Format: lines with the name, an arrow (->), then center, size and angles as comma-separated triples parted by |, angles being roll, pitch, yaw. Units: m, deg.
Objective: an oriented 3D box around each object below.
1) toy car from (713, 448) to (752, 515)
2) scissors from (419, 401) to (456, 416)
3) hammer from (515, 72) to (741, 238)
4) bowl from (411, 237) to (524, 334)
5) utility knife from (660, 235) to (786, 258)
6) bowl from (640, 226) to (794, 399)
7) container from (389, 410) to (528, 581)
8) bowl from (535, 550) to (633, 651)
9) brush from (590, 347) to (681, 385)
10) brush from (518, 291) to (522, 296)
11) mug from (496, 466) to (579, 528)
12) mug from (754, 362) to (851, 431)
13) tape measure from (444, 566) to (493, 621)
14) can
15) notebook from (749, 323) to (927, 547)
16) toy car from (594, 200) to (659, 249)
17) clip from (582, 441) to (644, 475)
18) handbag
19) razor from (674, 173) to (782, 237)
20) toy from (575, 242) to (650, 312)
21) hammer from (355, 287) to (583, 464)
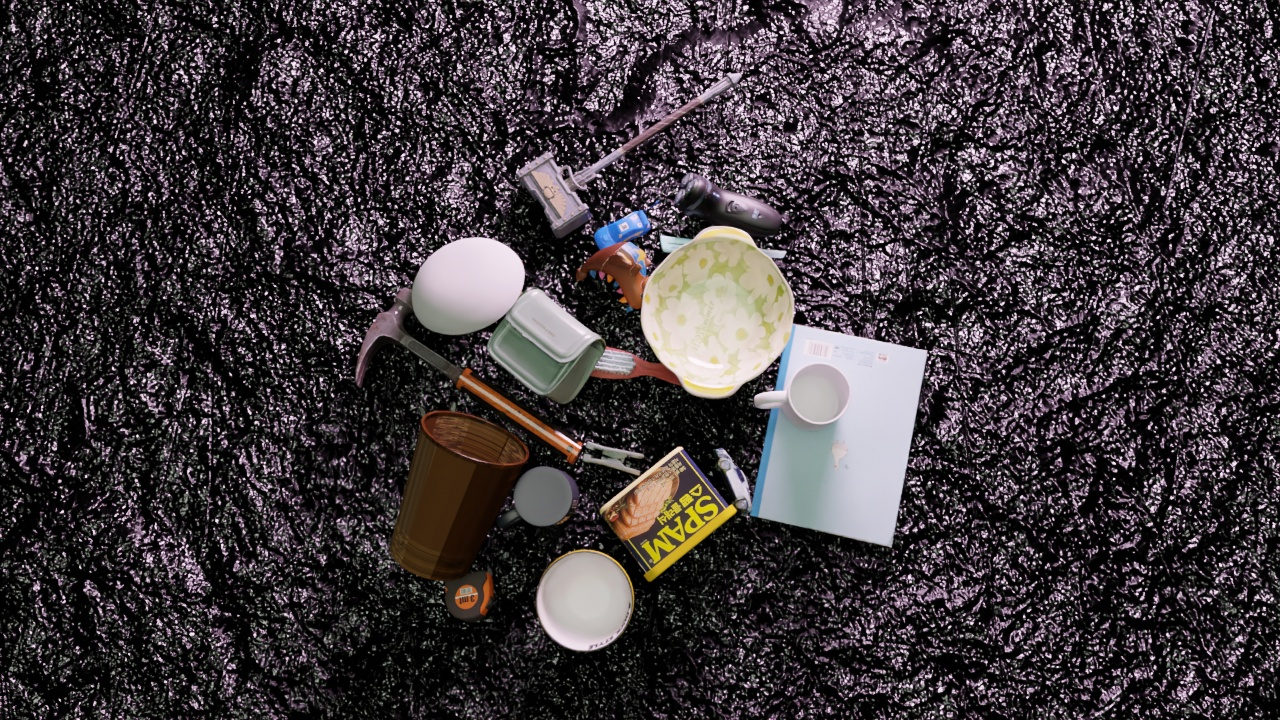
toy car -> 0.116, 0.149, 1.142 | 0.027, 0.039, 0.089 | -23, 82, -3
scissors -> -0.238, 0.135, 1.175 | 0.158, 0.014, 0.141 | 28, 84, 4
hammer -> -0.002, -0.290, 1.212 | 0.322, 0.044, 0.098 | -34, 81, -3
bowl -> -0.224, -0.104, 1.153 | 0.150, 0.043, 0.149 | -7, 55, 10
utility knife -> 0.108, -0.145, 1.203 | 0.165, 0.015, 0.022 | 5, 80, 0
bowl -> 0.096, -0.056, 1.165 | 0.188, 0.060, 0.219 | 6, 81, 4
container -> -0.225, 0.165, 1.099 | 0.132, 0.132, 0.167 | 24, 103, 6
bowl -> -0.065, 0.289, 1.115 | 0.117, 0.067, 0.117 | 0, 81, 3
brush -> -0.007, 0.007, 1.175 | 0.172, 0.030, 0.041 | 8, 82, 3
brush -> -0.169, -0.085, 1.206 | 0.135, 0.015, 0.050 | 39, 83, 2
mug -> -0.129, 0.176, 1.130 | 0.105, 0.077, 0.071 | -30, 81, -2
mug -> 0.194, 0.047, 1.118 | 0.110, 0.090, 0.073 | -3, 81, 3
tape measure -> -0.210, 0.294, 1.138 | 0.058, 0.038, 0.058 | -13, 67, 0
can -> 0.032, 0.187, 1.124 | 0.135, 0.075, 0.104 | -38, 79, -3
notebook -> 0.250, 0.091, 1.160 | 0.181, 0.009, 0.253 | 12, 82, 5
toy car -> -0.017, -0.177, 1.187 | 0.092, 0.062, 0.033 | -27, 81, -2
clip -> -0.034, 0.124, 1.162 | 0.076, 0.023, 0.042 | 12, 84, 7
handbag -> -0.120, -0.018, 1.145 | 0.122, 0.067, 0.106 | 37, 93, 24
razor -> 0.115, -0.198, 1.182 | 0.140, 0.064, 0.053 | 20, 83, 7
toy -> -0.031, -0.103, 1.191 | 0.103, 0.070, 0.090 | -22, 97, 24
hammer -> -0.216, 0.045, 1.170 | 0.314, 0.035, 0.137 | 33, 73, 5
